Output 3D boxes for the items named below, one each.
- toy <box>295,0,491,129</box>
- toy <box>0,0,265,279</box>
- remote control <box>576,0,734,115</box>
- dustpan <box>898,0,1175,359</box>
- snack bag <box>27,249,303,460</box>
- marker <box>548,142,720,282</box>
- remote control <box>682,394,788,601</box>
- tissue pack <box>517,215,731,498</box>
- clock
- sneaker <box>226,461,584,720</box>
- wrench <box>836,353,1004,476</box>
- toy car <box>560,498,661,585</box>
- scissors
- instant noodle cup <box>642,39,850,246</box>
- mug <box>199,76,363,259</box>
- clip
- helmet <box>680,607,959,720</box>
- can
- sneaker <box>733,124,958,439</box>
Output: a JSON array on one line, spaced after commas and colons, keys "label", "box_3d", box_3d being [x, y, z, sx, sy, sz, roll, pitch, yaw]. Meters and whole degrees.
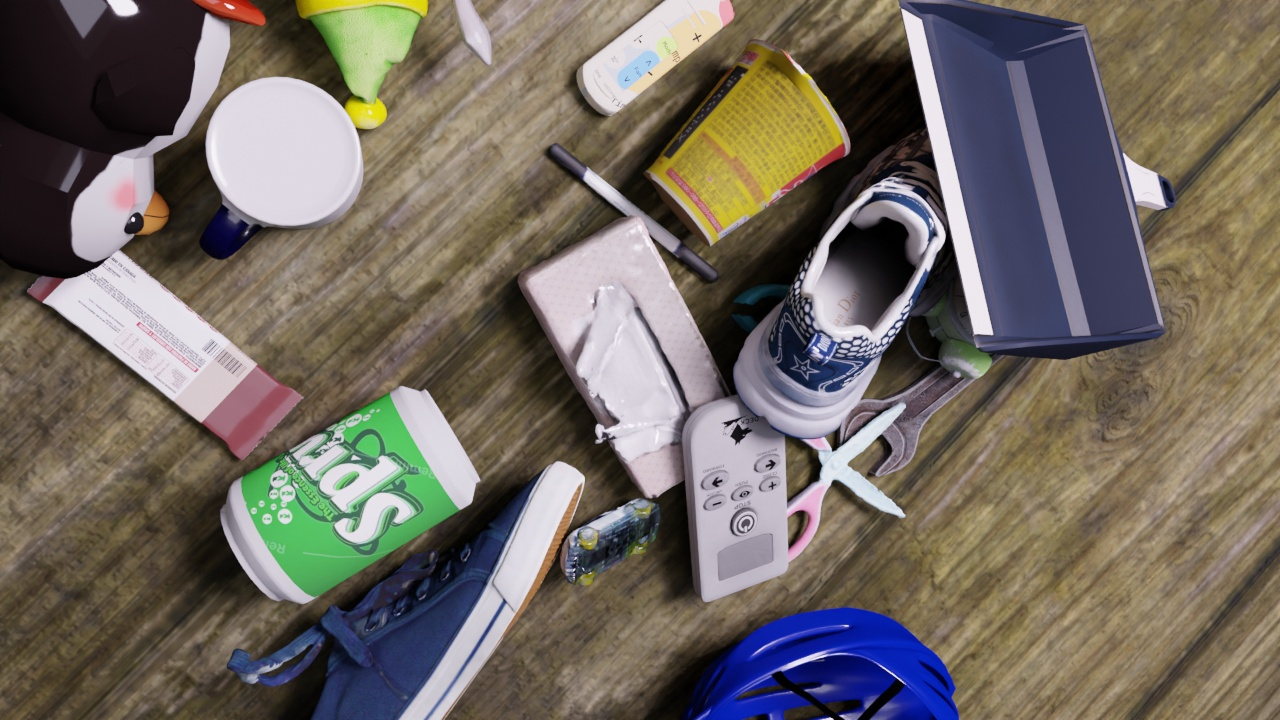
[{"label": "toy", "box_3d": [-0.161, -0.219, 0.556, 0.124, 0.097, 0.131, -9, 81, -21]}, {"label": "toy", "box_3d": [-0.309, -0.135, 0.484, 0.140, 0.159, 0.184, 10, 111, -49]}, {"label": "remote control", "box_3d": [0.011, -0.216, 0.626, 0.125, 0.018, 0.038, -41, 106, -9]}, {"label": "dustpan", "box_3d": [0.298, -0.124, 0.639, 0.272, 0.080, 0.236, 2, 75, -49]}, {"label": "snack bag", "box_3d": [-0.292, -0.008, 0.570, 0.158, 0.013, 0.057, 43, 82, -17]}, {"label": "marker", "box_3d": [-0.002, -0.101, 0.641, 0.152, 0.011, 0.011, 37, 86, -17]}, {"label": "remote control", "box_3d": [0.069, 0.096, 0.647, 0.074, 0.019, 0.151, -15, 114, -21]}, {"label": "tissue pack", "box_3d": [-0.004, 0.003, 0.628, 0.103, 0.071, 0.181, -30, 108, -11]}, {"label": "clock", "box_3d": [0.256, -0.041, 0.698, 0.119, 0.042, 0.094, -28, 91, -10]}, {"label": "sneaker", "box_3d": [-0.155, 0.170, 0.598, 0.127, 0.121, 0.294, 38, 88, 6]}, {"label": "wrench", "box_3d": [0.269, -0.004, 0.731, 0.273, 0.010, 0.070, -36, 105, -9]}, {"label": "toy car", "box_3d": [-0.022, 0.124, 0.646, 0.089, 0.027, 0.039, -21, 125, -41]}, {"label": "scissors", "box_3d": [0.126, 0.077, 0.693, 0.170, 0.013, 0.177, -41, 101, 0]}, {"label": "instant noodle cup", "box_3d": [0.066, -0.138, 0.619, 0.112, 0.100, 0.100, -43, 106, 3]}, {"label": "mug", "box_3d": [-0.214, -0.104, 0.535, 0.078, 0.097, 0.112, 40, 85, -17]}, {"label": "clip", "box_3d": [0.124, -0.026, 0.681, 0.116, 0.026, 0.097, 3, 94, -16]}, {"label": "helmet", "box_3d": [0.140, 0.271, 0.618, 0.241, 0.227, 0.148, -1, 107, -15]}, {"label": "can", "box_3d": [-0.179, 0.083, 0.575, 0.139, 0.088, 0.088, -31, 104, -10]}, {"label": "sneaker", "box_3d": [0.164, -0.077, 0.601, 0.103, 0.133, 0.268, 35, 69, 9]}]
